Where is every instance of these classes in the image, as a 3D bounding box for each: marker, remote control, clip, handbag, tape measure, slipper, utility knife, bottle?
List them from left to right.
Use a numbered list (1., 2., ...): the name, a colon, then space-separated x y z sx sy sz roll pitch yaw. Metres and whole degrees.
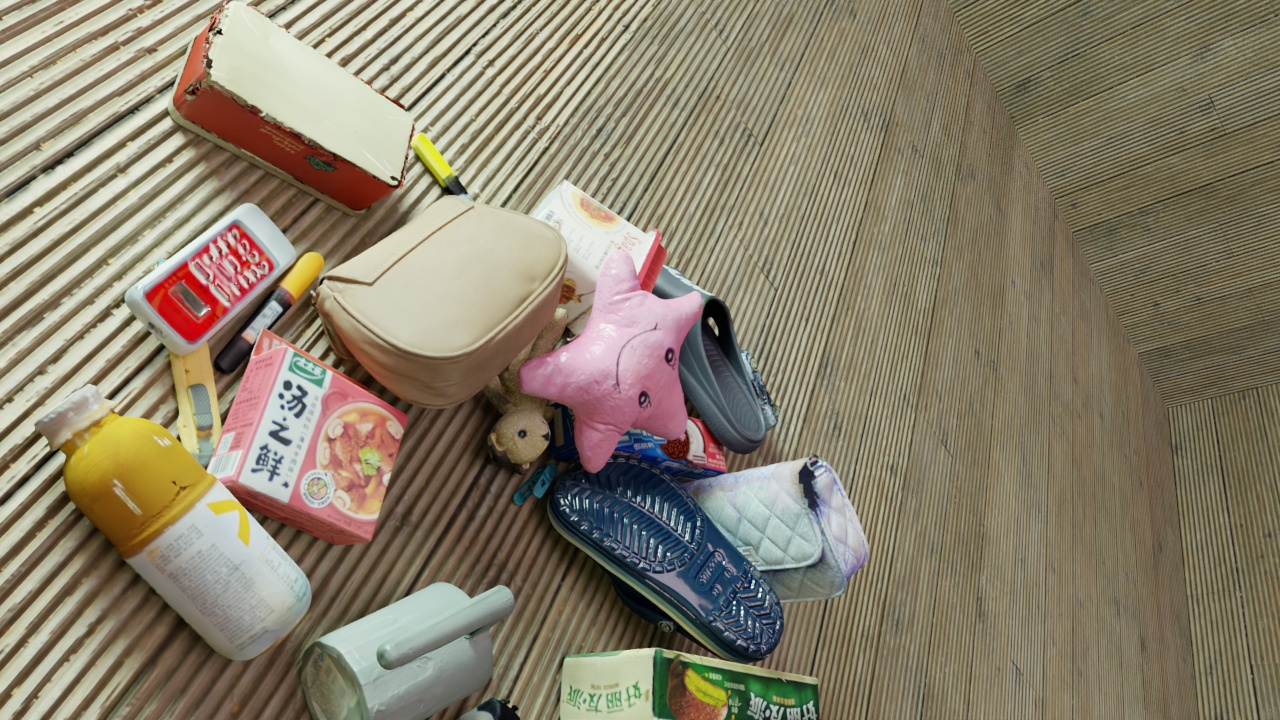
1. bottle: -0.282 0.098 0.557 0.189 0.068 0.067 55 40 -18
2. utility knife: -0.306 0.003 0.619 0.030 0.018 0.151 -2 71 -57
3. remote control: -0.294 -0.060 0.640 0.056 0.020 0.135 53 34 -21
4. marker: -0.272 -0.037 0.675 0.018 0.015 0.123 49 45 -27
5. handbag: -0.154 -0.050 0.744 0.148 0.100 0.203 30 43 10
6. marker: -0.170 -0.156 0.850 0.124 0.015 0.018 54 41 -23
7. tape measure: -0.119 0.289 0.669 0.033 0.066 0.065 50 15 -28
8. clip: -0.092 0.109 0.819 0.013 0.038 0.055 61 29 -12
9. slipper: 0.021 0.186 0.852 0.253 0.095 0.104 39 49 -4
10. slipper: 0.068 -0.029 0.986 0.268 0.083 0.110 58 29 10
11. handbag: 0.115 0.171 0.897 0.075 0.194 0.134 -31 98 -49

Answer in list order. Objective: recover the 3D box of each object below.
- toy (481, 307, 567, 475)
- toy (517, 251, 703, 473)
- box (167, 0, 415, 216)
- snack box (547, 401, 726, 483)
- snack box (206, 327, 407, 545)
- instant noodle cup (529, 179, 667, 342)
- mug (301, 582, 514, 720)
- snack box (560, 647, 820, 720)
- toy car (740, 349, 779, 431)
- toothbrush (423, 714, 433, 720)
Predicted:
1. toy: -0.098 0.020 0.814 0.105 0.066 0.157 44 50 -53
2. toy: -0.005 0.005 0.815 0.194 0.075 0.178 -52 123 -21
3. box: -0.258 -0.194 0.708 0.168 0.079 0.091 29 54 -41
4. snack box: 0.001 0.081 0.913 0.207 0.057 0.058 18 58 -45
5. snack box: -0.230 0.052 0.651 0.113 0.044 0.126 38 49 -41
6. instant noodle cup: -0.057 -0.097 0.889 0.124 0.117 0.116 39 46 -16
7. mug: -0.156 0.200 0.622 0.103 0.124 0.083 -15 67 -49
8. snack box: 0.051 0.306 0.825 0.240 0.115 0.063 26 56 -42
9. toy car: 0.125 0.038 1.087 0.031 0.049 0.105 -31 97 -53
10. toothbrush: -0.170 0.271 0.658 0.188 0.014 0.017 -31 105 -52
